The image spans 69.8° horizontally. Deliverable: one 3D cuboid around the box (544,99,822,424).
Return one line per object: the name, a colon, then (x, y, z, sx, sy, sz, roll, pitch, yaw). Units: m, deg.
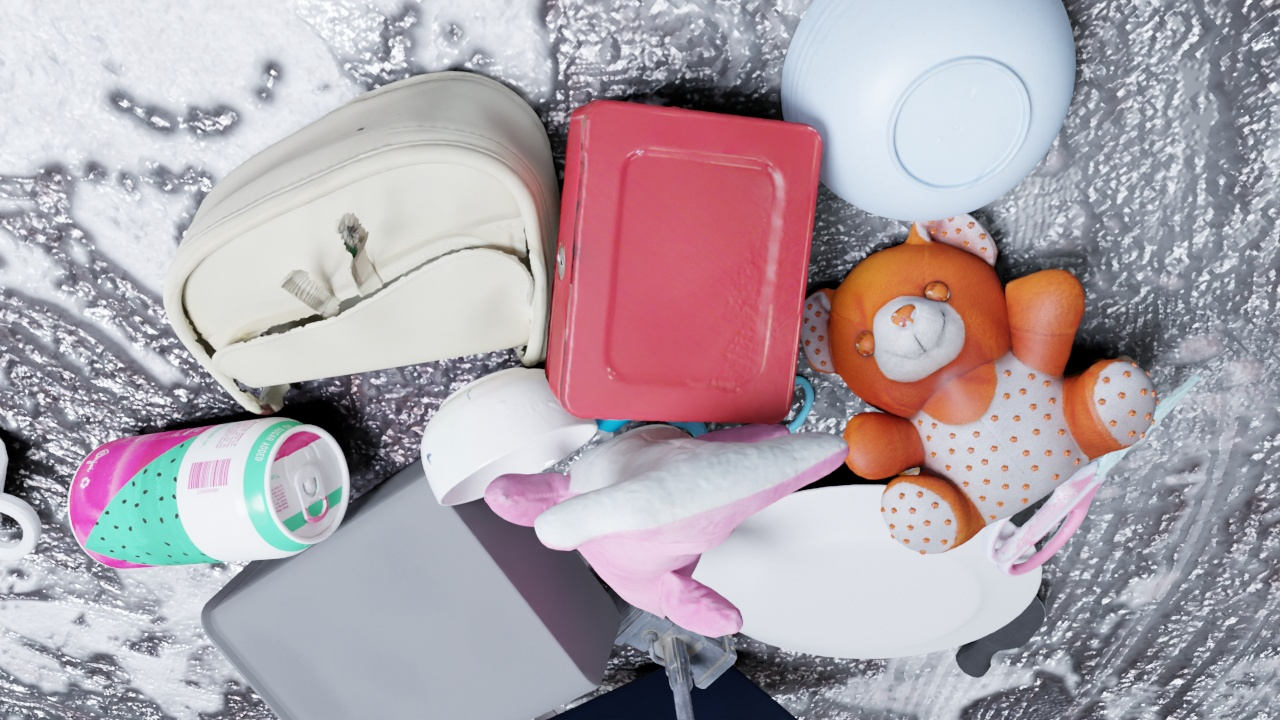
box: (0.020, -0.051, 0.481, 0.129, 0.087, 0.158, 3, 99, -16)

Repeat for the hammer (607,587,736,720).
hammer: (0.036, 0.273, 0.602, 0.098, 0.321, 0.044, 34, 111, -22)

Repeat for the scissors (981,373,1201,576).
scissors: (0.283, 0.068, 0.571, 0.174, 0.017, 0.076, -45, 128, 8)

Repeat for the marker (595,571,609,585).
marker: (0.010, 0.116, 0.676, 0.019, 0.019, 0.146, 25, 122, -17)

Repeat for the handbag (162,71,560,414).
handbag: (-0.154, -0.037, 0.508, 0.229, 0.131, 0.184, -7, 133, 7)

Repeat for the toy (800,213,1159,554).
toy: (0.180, 0.008, 0.527, 0.164, 0.092, 0.172, -38, 82, 18)

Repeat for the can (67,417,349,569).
can: (-0.280, 0.087, 0.596, 0.166, 0.088, 0.088, -8, 126, 21)

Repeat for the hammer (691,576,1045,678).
hammer: (0.160, 0.175, 0.711, 0.305, 0.040, 0.133, 13, 128, -8)

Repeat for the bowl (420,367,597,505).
bowl: (-0.083, 0.041, 0.550, 0.105, 0.104, 0.054, -34, 77, 22)

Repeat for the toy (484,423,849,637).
toy: (0.014, 0.099, 0.523, 0.186, 0.266, 0.127, -14, 83, -13)

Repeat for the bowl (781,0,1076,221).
bowl: (0.151, -0.131, 0.464, 0.150, 0.074, 0.151, 0, 125, -1)

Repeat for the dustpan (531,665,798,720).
dustpan: (-0.017, 0.309, 0.701, 0.235, 0.273, 0.080, -11, 116, -36)

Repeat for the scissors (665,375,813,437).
scissors: (0.051, 0.054, 0.625, 0.126, 0.015, 0.136, 29, 104, -12)

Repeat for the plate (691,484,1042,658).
plate: (0.158, 0.165, 0.655, 0.242, 0.016, 0.243, 4, 138, 4)

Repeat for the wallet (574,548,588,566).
wallet: (-0.091, 0.189, 0.721, 0.086, 0.032, 0.116, 14, 116, -11)

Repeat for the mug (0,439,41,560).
mug: (-0.472, 0.101, 0.622, 0.121, 0.090, 0.090, 22, 123, -16)

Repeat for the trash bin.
trash bin: (-0.159, 0.183, 0.650, 0.220, 0.097, 0.192, -32, 101, 19)

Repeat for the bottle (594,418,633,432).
bottle: (-0.003, 0.003, 0.575, 0.051, 0.051, 0.146, 30, 120, -20)

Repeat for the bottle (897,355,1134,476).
bottle: (0.244, 0.043, 0.594, 0.157, 0.067, 0.068, -28, 121, 19)
